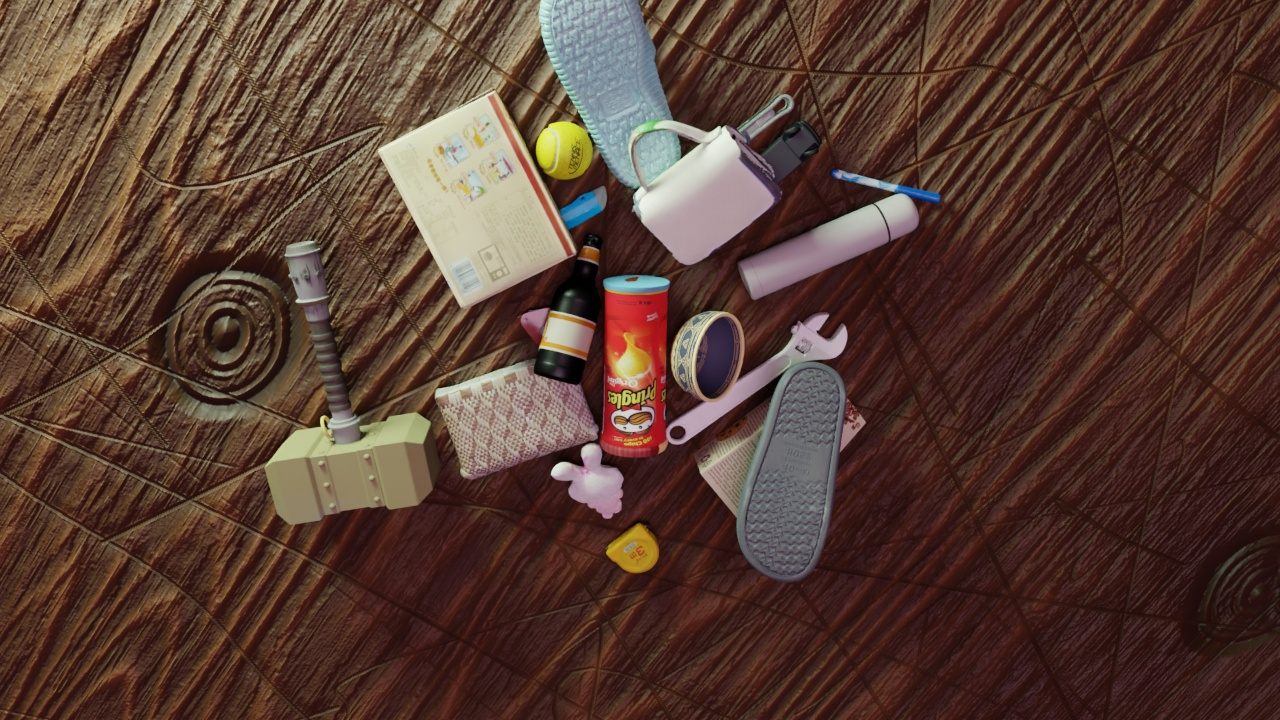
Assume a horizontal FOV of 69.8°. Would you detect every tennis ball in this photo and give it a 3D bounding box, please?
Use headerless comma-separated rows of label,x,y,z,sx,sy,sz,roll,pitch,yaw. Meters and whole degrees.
tennis ball,-0.089,-0.244,1.067,0.065,0.065,0.065,-1,107,-4

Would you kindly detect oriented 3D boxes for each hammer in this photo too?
hammer,-0.370,0.019,1.106,0.190,0.100,0.325,-9,108,-2

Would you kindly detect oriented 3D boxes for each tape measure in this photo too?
tape measure,-0.004,0.256,1.246,0.068,0.030,0.059,-40,106,10
tape measure,-0.117,-0.046,1.149,0.051,0.019,0.059,-36,106,6

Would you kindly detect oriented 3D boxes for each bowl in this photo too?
bowl,0.074,-0.009,1.144,0.061,0.112,0.112,13,111,36

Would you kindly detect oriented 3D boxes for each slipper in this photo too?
slipper,-0.031,-0.324,1.049,0.116,0.069,0.276,-23,122,3
slipper,0.183,0.134,1.132,0.110,0.083,0.268,13,88,0

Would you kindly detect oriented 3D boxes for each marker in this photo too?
marker,0.303,-0.216,1.135,0.142,0.013,0.013,12,105,-8

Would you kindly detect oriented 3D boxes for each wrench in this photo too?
wrench,0.147,0.027,1.196,0.273,0.018,0.066,-35,107,7

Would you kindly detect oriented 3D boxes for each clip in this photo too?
clip,0.148,-0.289,1.092,0.076,0.043,0.023,-37,108,6

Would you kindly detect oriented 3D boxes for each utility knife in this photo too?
utility knife,-0.131,-0.154,1.117,0.207,0.015,0.031,-27,104,1

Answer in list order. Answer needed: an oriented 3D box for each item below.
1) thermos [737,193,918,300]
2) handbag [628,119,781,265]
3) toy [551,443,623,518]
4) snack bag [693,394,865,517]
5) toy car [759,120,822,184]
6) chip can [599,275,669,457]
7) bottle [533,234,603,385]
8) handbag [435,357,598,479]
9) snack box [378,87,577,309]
thermos,0.232,-0.142,1.131,0.224,0.052,0.052,-23,107,3
handbag,0.056,-0.215,1.058,0.152,0.073,0.176,-36,125,25
toy,-0.061,0.160,1.205,0.076,0.037,0.125,-29,128,8
snack bag,0.184,0.107,1.195,0.206,0.070,0.094,-37,106,7
toy car,0.165,-0.239,1.104,0.112,0.034,0.046,-41,101,15
chip can,-0.007,0.007,1.141,0.087,0.087,0.213,0,106,-5
bottle,-0.079,-0.064,1.114,0.059,0.059,0.181,16,85,-9
handbag,-0.157,0.069,1.169,0.186,0.047,0.124,-18,100,1
snack box,-0.187,-0.186,1.073,0.153,0.055,0.207,-26,101,4
